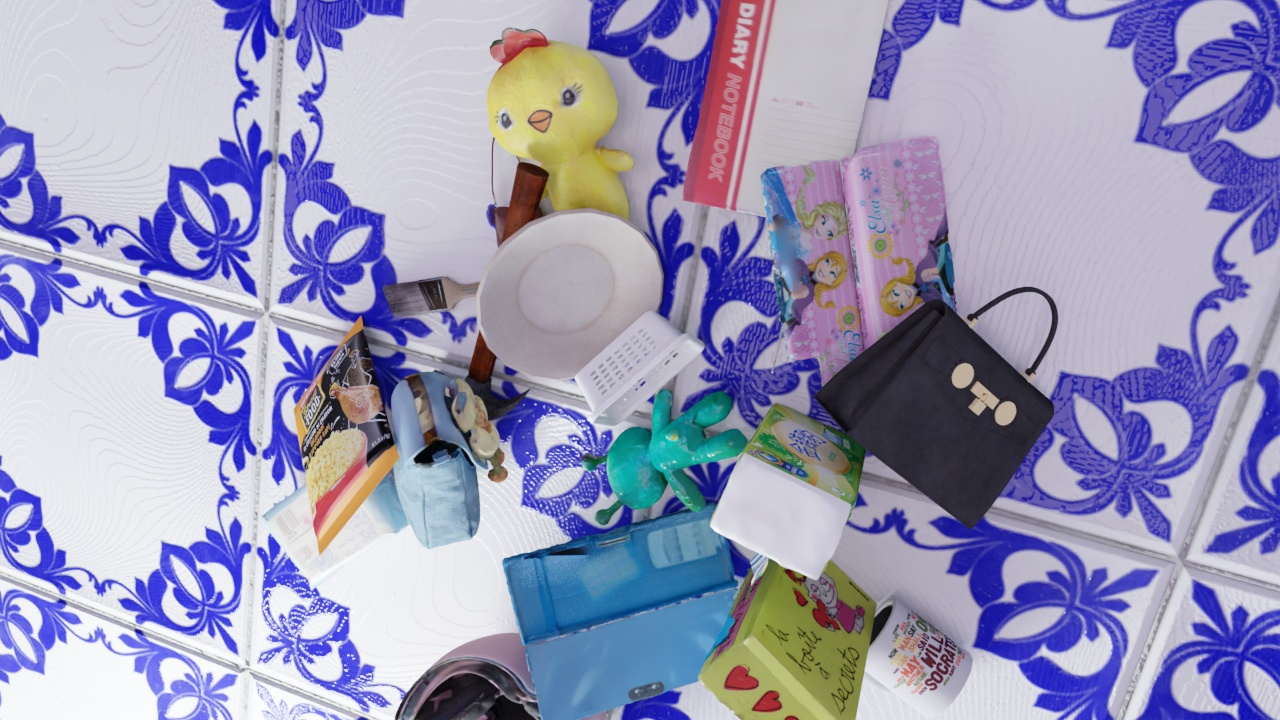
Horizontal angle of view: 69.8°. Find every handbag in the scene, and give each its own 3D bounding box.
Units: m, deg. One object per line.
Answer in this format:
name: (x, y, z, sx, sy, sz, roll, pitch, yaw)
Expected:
handbag: (-0.132, -0.176, 0.943, 0.055, 0.029, 0.119, -13, 92, -4)
handbag: (0.288, 0.020, 0.804, 0.175, 0.072, 0.196, 35, 102, -25)
handbag: (-0.202, 0.107, 0.977, 0.118, 0.121, 0.192, -12, 134, -18)

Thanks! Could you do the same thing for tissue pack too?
tissue pack: (-0.350, 0.180, 1.081, 0.182, 0.069, 0.112, -34, 91, 20)
tissue pack: (0.128, 0.140, 0.844, 0.120, 0.197, 0.141, 27, 108, 17)

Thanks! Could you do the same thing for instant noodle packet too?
instant noodle packet: (-0.330, 0.078, 1.009, 0.160, 0.032, 0.220, -48, 46, 22)

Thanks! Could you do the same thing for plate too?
plate: (-0.069, -0.066, 0.905, 0.188, 0.027, 0.189, -11, 126, -15)

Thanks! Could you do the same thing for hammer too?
hammer: (-0.144, -0.062, 0.939, 0.111, 0.028, 0.301, 26, 123, 8)

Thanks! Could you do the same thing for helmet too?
helmet: (-0.136, 0.417, 1.023, 0.230, 0.152, 0.255, -29, 96, 20)

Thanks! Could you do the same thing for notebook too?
notebook: (0.129, -0.236, 0.840, 0.153, 0.012, 0.209, 14, 101, 15)

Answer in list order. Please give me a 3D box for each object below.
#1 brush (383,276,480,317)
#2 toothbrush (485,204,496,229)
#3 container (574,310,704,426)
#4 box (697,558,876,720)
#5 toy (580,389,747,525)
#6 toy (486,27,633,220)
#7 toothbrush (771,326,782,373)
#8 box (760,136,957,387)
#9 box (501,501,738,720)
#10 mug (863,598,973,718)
brush: (-0.214, -0.073, 1.003, 0.151, 0.012, 0.039, -7, 101, 18)
toothbrush: (-0.130, -0.077, 0.971, 0.016, 0.018, 0.182, -18, 97, -5)
container: (-0.005, 0.005, 0.911, 0.129, 0.080, 0.049, -41, 73, 9)
box: (0.144, 0.261, 0.857, 0.124, 0.220, 0.081, 45, 111, 6)
toy: (0.019, 0.096, 0.928, 0.194, 0.072, 0.130, -32, 65, 32)
toy: (-0.074, -0.220, 0.885, 0.134, 0.092, 0.208, -9, 110, 26)
toothbrush: (0.147, -0.075, 0.851, 0.010, 0.010, 0.181, 13, 85, 14)
box: (0.200, -0.074, 0.828, 0.159, 0.035, 0.230, -10, 101, -2)
box: (-0.011, 0.256, 0.937, 0.231, 0.033, 0.174, -13, 87, -9)
mug: (0.260, 0.300, 0.913, 0.089, 0.073, 0.105, 36, 137, 7)
